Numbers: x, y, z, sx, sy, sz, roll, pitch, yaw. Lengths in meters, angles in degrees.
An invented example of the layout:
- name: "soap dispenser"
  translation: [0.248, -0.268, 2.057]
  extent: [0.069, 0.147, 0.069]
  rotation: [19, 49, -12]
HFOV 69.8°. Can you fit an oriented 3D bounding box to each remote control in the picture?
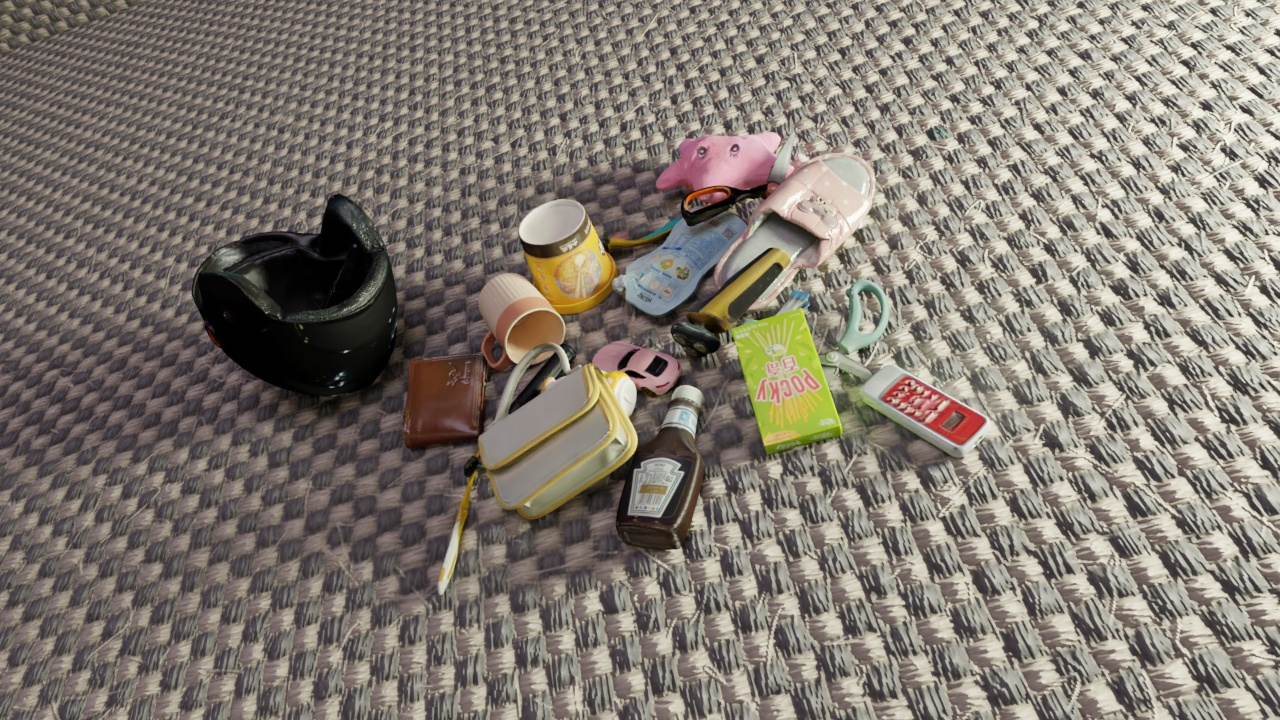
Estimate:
- name: "remote control"
  translation: [0.297, 0.050, 0.964]
  extent: [0.055, 0.020, 0.136]
  rotation: [-39, 48, -16]

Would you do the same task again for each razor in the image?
- name: "razor"
  translation: [0.012, -0.178, 1.280]
  extent: [0.132, 0.043, 0.028]
  rotation: [-17, 69, -2]
- name: "razor"
  translation: [0.112, -0.070, 1.091]
  extent: [0.167, 0.062, 0.067]
  rotation: [-43, 40, 0]

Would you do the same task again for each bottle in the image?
- name: "bottle"
  translation: [0.031, 0.111, 0.992]
  extent: [0.080, 0.044, 0.194]
  rotation: [1, 48, 21]
- name: "bottle"
  translation: [-0.062, 0.041, 1.078]
  extent: [0.108, 0.063, 0.063]
  rotation: [4, 50, 24]

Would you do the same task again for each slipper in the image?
- name: "slipper"
  translation: [0.197, -0.169, 1.152]
  extent: [0.114, 0.054, 0.274]
  rotation: [43, 75, 10]

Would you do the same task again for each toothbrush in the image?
- name: "toothbrush"
  translation: [-0.198, 0.178, 1.035]
  extent: [0.018, 0.016, 0.190]
  rotation: [1, 48, 10]
- name: "toothbrush"
  translation: [-0.147, 0.059, 1.111]
  extent: [0.026, 0.027, 0.212]
  rotation: [27, 57, 17]
- name: "toothbrush"
  translation: [0.255, -0.231, 1.246]
  extent: [0.016, 0.016, 0.180]
  rotation: [-26, 46, 0]

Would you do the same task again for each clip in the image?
- name: "clip"
  translation: [0.183, -0.061, 1.114]
  extent: [0.026, 0.036, 0.057]
  rotation: [22, 56, 33]

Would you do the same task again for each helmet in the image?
- name: "helmet"
  translation: [-0.451, -0.076, 1.217]
  extent: [0.275, 0.230, 0.232]
  rotation: [16, 41, 31]

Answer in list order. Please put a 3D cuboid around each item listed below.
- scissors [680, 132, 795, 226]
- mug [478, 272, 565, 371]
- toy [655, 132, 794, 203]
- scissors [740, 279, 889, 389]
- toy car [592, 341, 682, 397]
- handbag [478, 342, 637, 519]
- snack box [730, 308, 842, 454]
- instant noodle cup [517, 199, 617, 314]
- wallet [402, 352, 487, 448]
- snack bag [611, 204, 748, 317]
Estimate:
- name: "scissors"
  translation: [0.157, -0.214, 1.211]
  extent: [0.228, 0.022, 0.220]
  rotation: [2, 68, 1]
- name: "mug"
  translation: [-0.166, -0.044, 1.194]
  extent: [0.115, 0.081, 0.106]
  rotation: [-53, 44, 11]
- name: "toy"
  translation: [0.121, -0.270, 1.290]
  extent: [0.195, 0.075, 0.178]
  rotation: [2, 42, 22]
- name: "scissors"
  translation: [0.201, -0.034, 1.066]
  extent: [0.170, 0.019, 0.171]
  rotation: [16, 65, 20]
- name: "toy car"
  translation: [-0.007, 0.007, 1.109]
  extent: [0.122, 0.037, 0.056]
  rotation: [16, 54, 33]
- name: "handbag"
  translation: [-0.109, 0.065, 1.022]
  extent: [0.163, 0.063, 0.178]
  rotation: [-34, 59, 8]
- name: "snack box"
  translation: [0.160, 0.021, 1.016]
  extent: [0.086, 0.026, 0.156]
  rotation: [-16, 58, 7]
- name: "instant noodle cup"
  translation: [-0.102, -0.143, 1.229]
  extent: [0.118, 0.114, 0.118]
  rotation: [-11, 45, 11]
- name: "wallet"
  translation: [-0.243, 0.049, 1.151]
  extent: [0.101, 0.032, 0.124]
  rotation: [-8, 58, 8]
- name: "snack bag"
  translation: [0.053, -0.133, 1.214]
  extent: [0.110, 0.039, 0.190]
  rotation: [33, 66, 28]
